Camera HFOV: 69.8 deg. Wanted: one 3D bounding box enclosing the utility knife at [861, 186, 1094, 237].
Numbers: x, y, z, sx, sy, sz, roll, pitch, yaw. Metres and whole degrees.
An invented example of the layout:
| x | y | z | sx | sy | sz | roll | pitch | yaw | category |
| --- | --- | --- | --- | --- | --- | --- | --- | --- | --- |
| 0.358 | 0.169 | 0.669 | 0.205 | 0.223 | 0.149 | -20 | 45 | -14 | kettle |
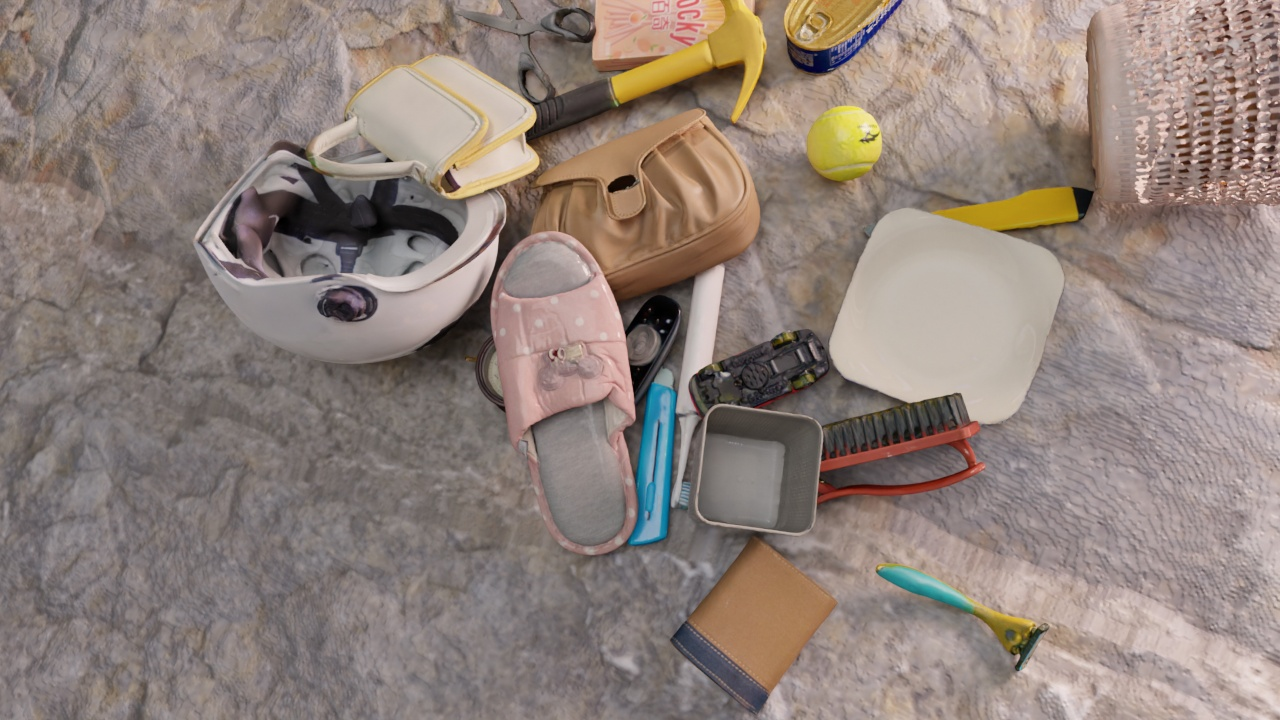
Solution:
| x | y | z | sx | sy | sz | roll | pitch | yaw | category |
| --- | --- | --- | --- | --- | --- | --- | --- | --- | --- |
| 0.290 | -0.123 | 0.794 | 0.192 | 0.015 | 0.033 | -7 | 72 | 11 | utility knife |

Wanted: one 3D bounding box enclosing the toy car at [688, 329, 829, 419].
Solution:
| x | y | z | sx | sy | sz | roll | pitch | yaw | category |
| --- | --- | --- | --- | --- | --- | --- | --- | --- | --- |
| 0.100 | 0.016 | 0.783 | 0.120 | 0.045 | 0.053 | -21 | 77 | -4 | toy car |

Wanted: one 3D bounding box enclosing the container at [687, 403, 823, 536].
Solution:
| x | y | z | sx | sy | sz | roll | pitch | yaw | category |
| --- | --- | --- | --- | --- | --- | --- | --- | --- | --- |
| 0.085 | 0.092 | 0.729 | 0.090 | 0.114 | 0.090 | 9 | 78 | -1 | container |

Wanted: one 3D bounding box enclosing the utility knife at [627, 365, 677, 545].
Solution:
| x | y | z | sx | sy | sz | roll | pitch | yaw | category |
| --- | --- | --- | --- | --- | --- | --- | --- | --- | --- |
| 0.013 | 0.082 | 0.805 | 0.034 | 0.018 | 0.161 | 2 | 76 | 14 | utility knife |

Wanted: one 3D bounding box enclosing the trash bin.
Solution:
| x | y | z | sx | sy | sz | roll | pitch | yaw | category |
| --- | --- | --- | --- | --- | --- | --- | --- | --- | --- |
| 0.447 | -0.206 | 0.691 | 0.192 | 0.227 | 0.227 | -4 | 75 | 24 | trash bin |

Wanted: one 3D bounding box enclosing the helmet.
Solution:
| x | y | z | sx | sy | sz | roll | pitch | yaw | category |
| --- | --- | --- | --- | --- | --- | --- | --- | --- | --- |
| -0.250 | -0.081 | 0.822 | 0.258 | 0.146 | 0.228 | 3 | 41 | -4 | helmet |

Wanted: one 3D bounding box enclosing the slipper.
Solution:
| x | y | z | sx | sy | sz | roll | pitch | yaw | category |
| --- | --- | --- | --- | --- | --- | --- | --- | --- | --- |
| -0.061 | 0.030 | 0.760 | 0.114 | 0.054 | 0.274 | -9 | 94 | 8 | slipper |

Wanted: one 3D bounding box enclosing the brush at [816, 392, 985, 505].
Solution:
| x | y | z | sx | sy | sz | roll | pitch | yaw | category |
| --- | --- | --- | --- | --- | --- | --- | --- | --- | --- |
| 0.194 | 0.075 | 0.733 | 0.146 | 0.063 | 0.069 | -17 | 83 | 27 | brush |

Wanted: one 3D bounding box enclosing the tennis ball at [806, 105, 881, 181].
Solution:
| x | y | z | sx | sy | sz | roll | pitch | yaw | category |
| --- | --- | --- | --- | --- | --- | --- | --- | --- | --- |
| 0.179 | -0.191 | 0.809 | 0.065 | 0.065 | 0.065 | -3 | 76 | 12 | tennis ball |

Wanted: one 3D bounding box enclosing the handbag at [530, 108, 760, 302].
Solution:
| x | y | z | sx | sy | sz | roll | pitch | yaw | category |
| --- | --- | --- | --- | --- | --- | --- | --- | --- | --- |
| -0.003 | -0.138 | 0.813 | 0.205 | 0.100 | 0.147 | -20 | 63 | 11 | handbag |

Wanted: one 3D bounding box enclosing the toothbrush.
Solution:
| x | y | z | sx | sy | sz | roll | pitch | yaw | category |
| --- | --- | --- | --- | --- | --- | --- | --- | --- | --- |
| 0.048 | 0.020 | 0.807 | 0.026 | 0.027 | 0.220 | 11 | 78 | -10 | toothbrush |

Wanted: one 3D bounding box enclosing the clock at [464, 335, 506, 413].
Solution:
| x | y | z | sx | sy | sz | roll | pitch | yaw | category |
| --- | --- | --- | --- | --- | --- | --- | --- | --- | --- |
| -0.096 | 0.019 | 0.824 | 0.082 | 0.055 | 0.122 | -45 | 74 | -1 | clock |

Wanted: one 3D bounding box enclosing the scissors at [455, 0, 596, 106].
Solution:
| x | y | z | sx | sy | sz | roll | pitch | yaw | category |
| --- | --- | --- | --- | --- | --- | --- | --- | --- | --- |
| -0.118 | -0.332 | 0.926 | 0.179 | 0.014 | 0.159 | -2 | 86 | 28 | scissors |

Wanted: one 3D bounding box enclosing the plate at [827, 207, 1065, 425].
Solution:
| x | y | z | sx | sy | sz | roll | pitch | yaw | category |
| --- | --- | --- | --- | --- | --- | --- | --- | --- | --- |
| 0.255 | -0.036 | 0.771 | 0.164 | 0.034 | 0.163 | 21 | 82 | 16 | plate |

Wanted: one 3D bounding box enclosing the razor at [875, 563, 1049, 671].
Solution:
| x | y | z | sx | sy | sz | roll | pitch | yaw | category |
| --- | --- | --- | --- | --- | --- | --- | --- | --- | --- |
| 0.248 | 0.192 | 0.721 | 0.132 | 0.028 | 0.043 | 25 | 114 | 14 | razor |

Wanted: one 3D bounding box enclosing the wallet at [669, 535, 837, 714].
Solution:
| x | y | z | sx | sy | sz | roll | pitch | yaw | category |
| --- | --- | --- | --- | --- | --- | --- | --- | --- | --- |
| 0.092 | 0.214 | 0.749 | 0.090 | 0.033 | 0.115 | 37 | 86 | 15 | wallet |

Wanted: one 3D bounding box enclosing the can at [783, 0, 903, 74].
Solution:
| x | y | z | sx | sy | sz | roll | pitch | yaw | category |
| --- | --- | --- | --- | --- | --- | --- | --- | --- | --- |
| 0.193 | -0.335 | 0.849 | 0.074 | 0.049 | 0.148 | 41 | 88 | 18 | can |

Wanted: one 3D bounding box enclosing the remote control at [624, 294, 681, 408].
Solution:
| x | y | z | sx | sy | sz | roll | pitch | yaw | category |
| --- | --- | --- | --- | --- | --- | --- | --- | --- | --- |
| -0.005 | 0.005 | 0.820 | 0.053 | 0.024 | 0.136 | 26 | 83 | 42 | remote control |

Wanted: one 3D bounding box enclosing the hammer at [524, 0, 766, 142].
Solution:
| x | y | z | sx | sy | sz | roll | pitch | yaw | category |
| --- | --- | --- | --- | --- | --- | --- | --- | --- | --- |
| -0.025 | -0.255 | 0.873 | 0.301 | 0.032 | 0.129 | -17 | 95 | 13 | hammer |

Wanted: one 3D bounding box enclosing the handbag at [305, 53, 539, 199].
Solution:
| x | y | z | sx | sy | sz | roll | pitch | yaw | category |
| --- | --- | --- | --- | --- | --- | --- | --- | --- | --- |
| -0.200 | -0.202 | 0.813 | 0.178 | 0.063 | 0.163 | -32 | 53 | -29 | handbag |

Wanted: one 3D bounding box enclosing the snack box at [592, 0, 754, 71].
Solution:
| x | y | z | sx | sy | sz | roll | pitch | yaw | category |
| --- | --- | --- | --- | --- | --- | --- | --- | --- | --- |
| 0.032 | -0.330 | 0.895 | 0.157 | 0.026 | 0.084 | -1 | 77 | 13 | snack box |
